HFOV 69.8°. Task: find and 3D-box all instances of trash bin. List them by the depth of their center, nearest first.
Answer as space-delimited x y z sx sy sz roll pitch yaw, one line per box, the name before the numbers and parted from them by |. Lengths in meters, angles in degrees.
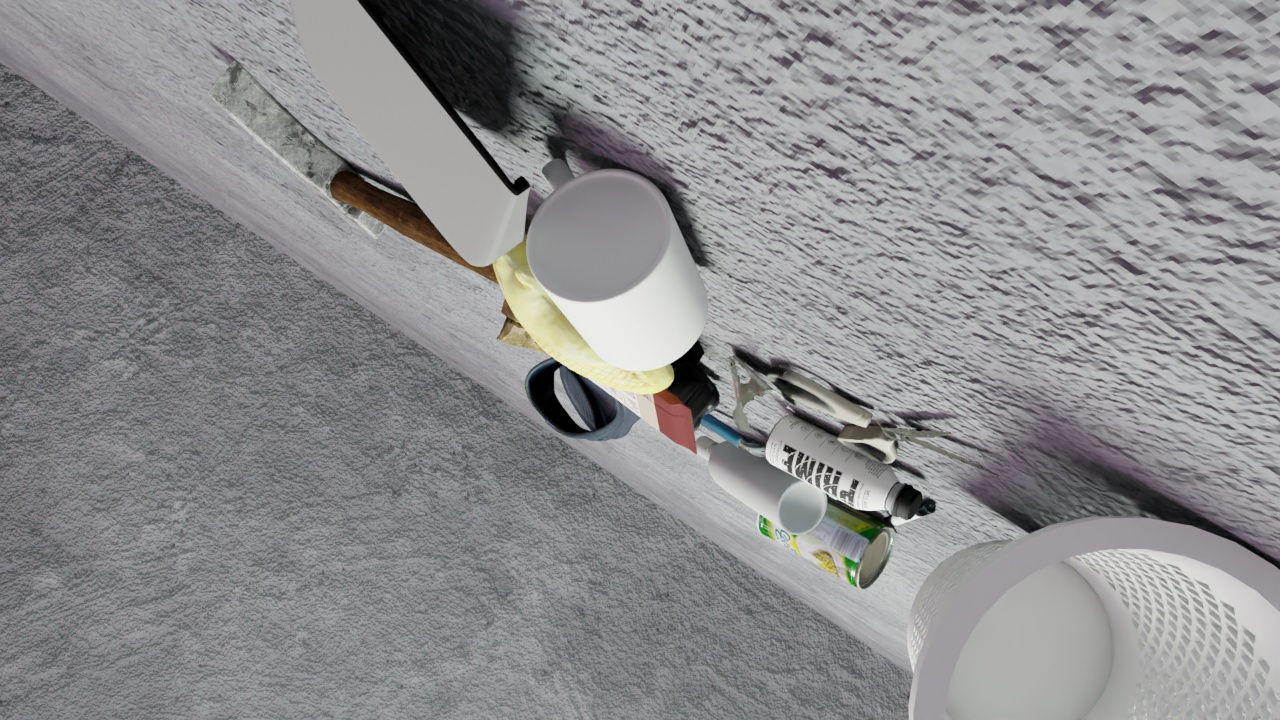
trash bin | 0.233 0.177 0.507 0.195 0.195 0.199 32 180 8

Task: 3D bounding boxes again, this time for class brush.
brush | -0.098 -0.032 0.833 0.059 0.043 0.195 17 -179 -4

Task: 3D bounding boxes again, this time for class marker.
marker | 0.219 0.127 0.754 0.011 0.011 0.152 32 169 10

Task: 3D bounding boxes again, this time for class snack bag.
snack bag | -0.014 0.015 0.713 0.158 0.013 0.057 34 151 34

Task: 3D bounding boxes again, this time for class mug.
mug | -0.018 -0.058 0.489 0.110 0.074 0.090 58 -179 26

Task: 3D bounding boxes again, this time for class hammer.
hammer | -0.205 -0.135 0.782 0.301 0.037 0.218 27 168 28

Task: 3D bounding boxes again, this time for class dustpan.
dustpan | -0.122 -0.121 0.496 0.163 0.033 0.258 51 163 -3

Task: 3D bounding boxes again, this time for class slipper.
slipper | -0.061 0.039 0.908 0.110 0.083 0.268 62 166 1

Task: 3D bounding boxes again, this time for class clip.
clip | 0.081 0.026 0.633 0.058 0.052 0.102 14 177 13

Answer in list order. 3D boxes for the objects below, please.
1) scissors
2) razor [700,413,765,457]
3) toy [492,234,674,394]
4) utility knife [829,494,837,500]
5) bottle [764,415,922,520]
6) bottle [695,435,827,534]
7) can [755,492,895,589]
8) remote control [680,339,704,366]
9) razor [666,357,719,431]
scissors | 0.147 0.042 0.575 0.157 0.012 0.166 29 169 24
razor | 0.077 0.062 0.862 0.144 0.022 0.042 27 167 37
toy | -0.049 -0.038 0.649 0.170 0.064 0.154 42 -173 37
utility knife | 0.161 0.099 0.784 0.022 0.015 0.179 31 168 18
bottle | 0.148 0.080 0.669 0.116 0.041 0.041 27 168 34
bottle | 0.105 0.110 0.895 0.052 0.052 0.195 38 175 -25
can | 0.179 0.165 0.895 0.121 0.067 0.067 26 167 36
remote control | 0.013 -0.034 0.633 0.034 0.013 0.150 29 169 24
razor | -0.004 0.004 0.760 0.151 0.053 0.067 35 162 20
